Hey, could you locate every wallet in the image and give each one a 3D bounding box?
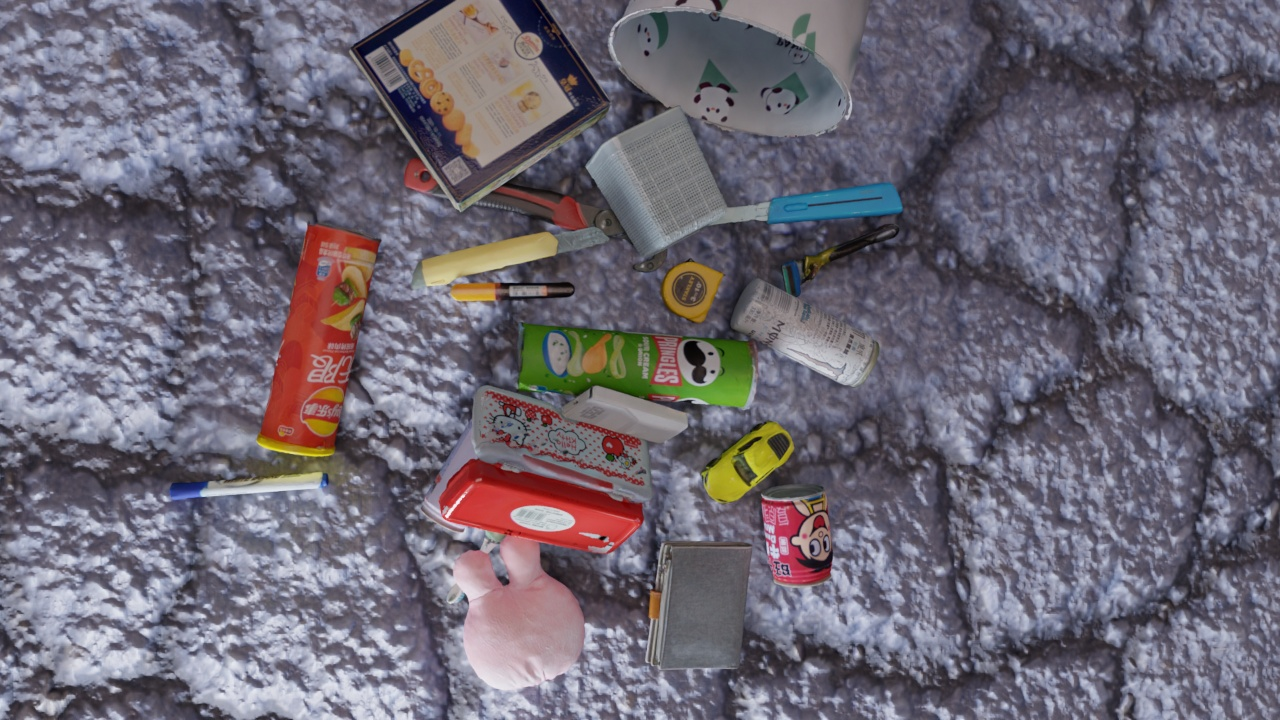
[{"bbox_3d":[0.059,0.251,0.949,0.106,0.037,0.129,5,93,-18],"label":"wallet"}]

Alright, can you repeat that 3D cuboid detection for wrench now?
[{"bbox_3d":[-0.101,-0.151,0.921,0.273,0.016,0.056,17,90,-8],"label":"wrench"}]

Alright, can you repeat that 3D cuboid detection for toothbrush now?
[{"bbox_3d":[-0.129,0.151,0.925,0.026,0.027,0.224,33,87,28],"label":"toothbrush"}]

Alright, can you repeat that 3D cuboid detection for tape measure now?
[{"bbox_3d":[0.050,-0.072,0.937,0.057,0.029,0.060,23,89,-9],"label":"tape measure"}]

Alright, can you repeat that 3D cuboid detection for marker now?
[{"bbox_3d":[-0.128,-0.070,0.923,0.123,0.015,0.018,-2,94,-10],"label":"marker"},{"bbox_3d":[-0.381,0.122,0.896,0.145,0.017,0.017,-4,93,-7],"label":"marker"}]

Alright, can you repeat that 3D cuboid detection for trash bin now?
[{"bbox_3d":[0.116,-0.370,0.844,0.229,0.230,0.251,18,84,-8],"label":"trash bin"}]

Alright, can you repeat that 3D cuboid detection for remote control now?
[{"bbox_3d":[-0.012,0.055,0.901,0.124,0.049,0.024,19,53,-33],"label":"remote control"}]

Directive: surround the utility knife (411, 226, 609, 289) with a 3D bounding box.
[{"bbox_3d":[-0.131,-0.105,0.912,0.201,0.021,0.031,-12,97,4],"label":"utility knife"}]

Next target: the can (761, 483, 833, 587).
[{"bbox_3d":[0.162,0.179,0.943,0.066,0.066,0.094,-7,94,-7],"label":"can"}]

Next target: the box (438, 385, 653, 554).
[{"bbox_3d":[-0.088,0.108,0.892,0.201,0.100,0.110,20,128,-32],"label":"box"}]

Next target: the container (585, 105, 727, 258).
[{"bbox_3d":[0.018,-0.169,0.890,0.089,0.090,0.111,-30,94,-17],"label":"container"}]

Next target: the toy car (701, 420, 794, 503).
[{"bbox_3d":[0.112,0.107,0.951,0.105,0.032,0.048,-37,97,-3],"label":"toy car"}]

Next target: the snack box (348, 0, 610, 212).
[{"bbox_3d":[-0.152,-0.268,0.886,0.182,0.046,0.178,-34,91,-7],"label":"snack box"}]

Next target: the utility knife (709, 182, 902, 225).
[{"bbox_3d":[0.157,-0.157,0.954,0.234,0.018,0.034,-7,94,-5],"label":"utility knife"}]

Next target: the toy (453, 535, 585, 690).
[{"bbox_3d":[-0.122,0.249,0.913,0.121,0.054,0.159,-19,101,-15],"label":"toy"}]

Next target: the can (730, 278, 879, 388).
[{"bbox_3d":[0.167,-0.028,0.939,0.146,0.058,0.058,27,89,-8],"label":"can"}]

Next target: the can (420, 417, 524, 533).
[{"bbox_3d":[-0.161,0.100,0.905,0.053,0.053,0.134,31,88,-7],"label":"can"}]

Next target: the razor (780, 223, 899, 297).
[{"bbox_3d":[0.208,-0.113,0.959,0.142,0.022,0.043,-26,128,-10],"label":"razor"}]

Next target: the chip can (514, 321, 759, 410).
[{"bbox_3d":[-0.005,0.005,0.912,0.236,0.072,0.072,5,92,-7],"label":"chip can"}]

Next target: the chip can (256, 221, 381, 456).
[{"bbox_3d":[-0.304,-0.020,0.874,0.073,0.073,0.216,14,90,-8],"label":"chip can"}]
